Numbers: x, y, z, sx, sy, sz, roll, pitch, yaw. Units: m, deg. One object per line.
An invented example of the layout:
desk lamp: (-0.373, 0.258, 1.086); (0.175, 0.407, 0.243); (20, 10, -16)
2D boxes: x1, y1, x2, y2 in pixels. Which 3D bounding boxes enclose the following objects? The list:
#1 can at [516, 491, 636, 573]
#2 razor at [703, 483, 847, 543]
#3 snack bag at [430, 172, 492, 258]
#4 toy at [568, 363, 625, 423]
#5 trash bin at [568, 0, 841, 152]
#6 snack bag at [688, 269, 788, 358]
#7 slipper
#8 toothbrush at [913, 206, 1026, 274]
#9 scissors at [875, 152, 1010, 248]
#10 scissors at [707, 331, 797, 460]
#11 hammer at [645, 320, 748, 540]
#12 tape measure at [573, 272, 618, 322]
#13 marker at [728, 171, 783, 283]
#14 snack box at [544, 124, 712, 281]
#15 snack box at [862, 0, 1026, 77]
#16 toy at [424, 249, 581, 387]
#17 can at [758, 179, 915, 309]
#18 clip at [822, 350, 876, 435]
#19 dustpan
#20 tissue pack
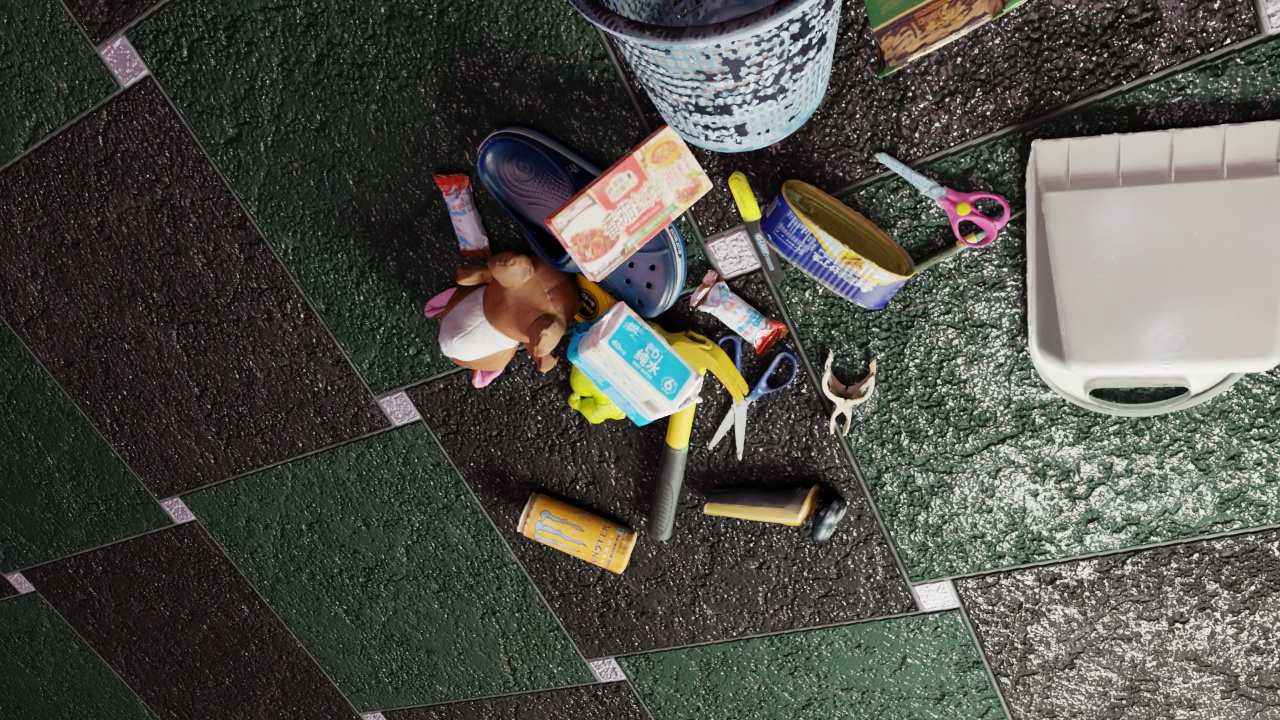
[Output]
can: (-0.080, 0.219, 1.171); (0.146, 0.058, 0.058); (21, 125, 4)
razor: (0.154, 0.175, 1.071); (0.168, 0.062, 0.067); (1, 92, 23)
snack bag: (-0.190, -0.155, 0.988); (0.048, 0.026, 0.104); (6, 123, 29)
toy: (-0.049, 0.029, 1.056); (0.097, 0.031, 0.100); (-12, 117, 26)
trash bin: (0.066, -0.275, 0.706); (0.227, 0.226, 0.195); (4, 161, 16)
snack bag: (0.102, -0.048, 0.960); (0.105, 0.026, 0.045); (37, 111, -3)
slipper: (-0.060, -0.139, 0.917); (0.253, 0.095, 0.105); (40, 127, -5)
toothbrush: (0.304, -0.107, 0.867); (0.186, 0.012, 0.017); (-28, 120, 30)
scissors: (0.273, -0.154, 0.841); (0.133, 0.017, 0.054); (33, 109, 4)
scissors: (0.108, 0.037, 1.022); (0.167, 0.012, 0.155); (-34, 107, 32)
hammer: (0.042, 0.096, 1.063); (0.129, 0.032, 0.301); (22, 128, 17)
tape measure: (-0.052, -0.067, 0.996); (0.060, 0.028, 0.057); (44, 129, 9)
marker: (0.116, -0.130, 0.912); (0.018, 0.015, 0.124); (-13, 118, 28)
snack box: (-0.010, -0.150, 0.875); (0.152, 0.025, 0.075); (-40, 108, -11)
snack box: (0.219, -0.301, 0.711); (0.118, 0.117, 0.105); (-24, 107, 26)
toy: (-0.157, -0.041, 0.991); (0.200, 0.130, 0.140); (-17, 100, 48)
can: (0.184, -0.109, 0.868); (0.148, 0.074, 0.049); (33, 129, -3)
clip: (0.207, 0.031, 0.975); (0.094, 0.034, 0.103); (27, 133, -5)
dustpan: (0.463, -0.069, 0.834); (0.223, 0.142, 0.258); (-2, 94, 16)
tissue pack: (-0.006, 0.006, 0.954); (0.140, 0.063, 0.090); (43, 152, -11)
